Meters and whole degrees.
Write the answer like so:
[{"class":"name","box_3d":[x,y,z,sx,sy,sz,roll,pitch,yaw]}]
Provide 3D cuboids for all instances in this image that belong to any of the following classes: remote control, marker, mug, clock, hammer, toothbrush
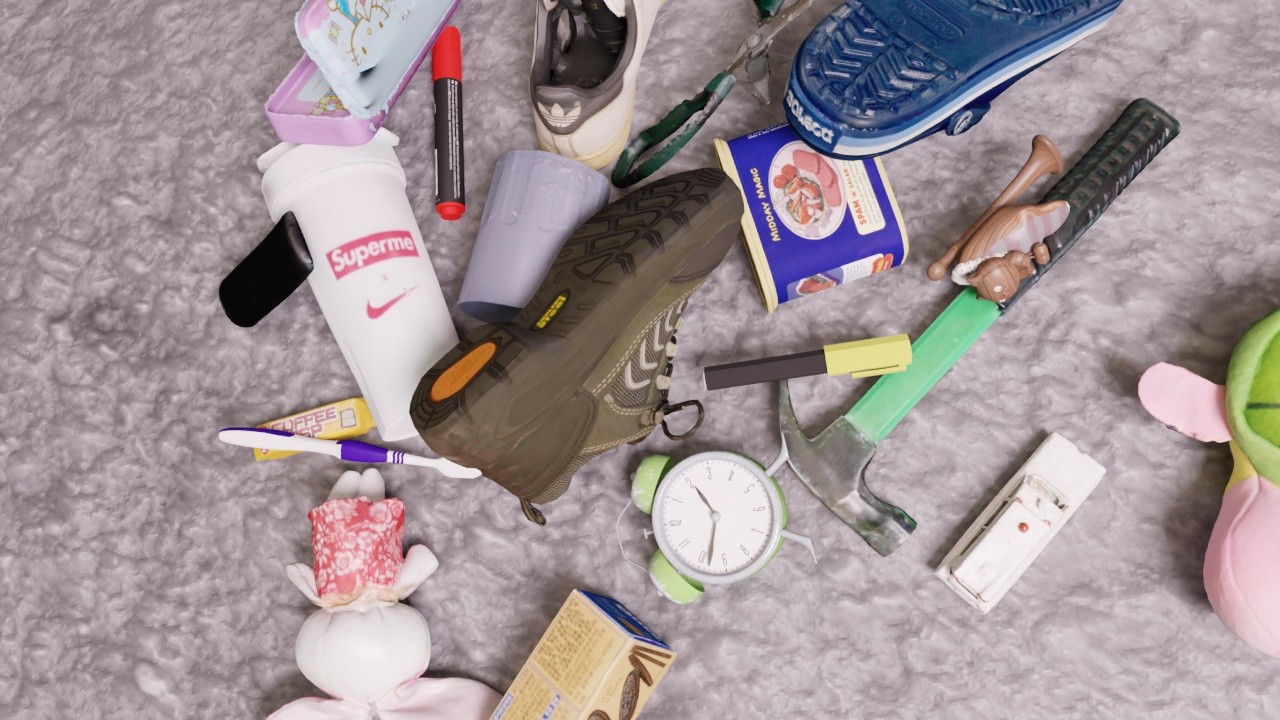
[{"class":"remote control","box_3d":[-0.256,-0.058,0.624,0.152,0.020,0.041,-21,90,49]},{"class":"marker","box_3d":[-0.141,-0.173,0.671,0.024,0.021,0.145,-13,75,39]},{"class":"mug","box_3d":[-0.049,-0.070,0.609,0.124,0.084,0.104,14,80,-11]},{"class":"clock","box_3d":[0.043,0.099,0.570,0.119,0.042,0.094,-14,78,12]},{"class":"hammer","box_3d":[0.211,-0.037,0.570,0.130,0.032,0.319,44,90,16]},{"class":"toothbrush","box_3d":[-0.196,0.061,0.626,0.187,0.016,0.015,7,105,4]},{"class":"marker","box_3d":[0.100,0.004,0.557,0.124,0.017,0.021,-9,77,10]}]

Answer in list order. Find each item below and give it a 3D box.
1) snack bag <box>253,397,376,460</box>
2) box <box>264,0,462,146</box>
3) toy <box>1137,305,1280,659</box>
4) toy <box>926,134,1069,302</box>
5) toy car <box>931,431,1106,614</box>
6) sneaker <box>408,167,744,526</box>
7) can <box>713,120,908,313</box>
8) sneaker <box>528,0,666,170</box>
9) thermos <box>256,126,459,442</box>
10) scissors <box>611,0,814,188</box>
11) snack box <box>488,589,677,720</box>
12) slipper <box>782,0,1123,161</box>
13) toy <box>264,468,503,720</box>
[{"class":"snack bag","box_3d":[-0.231,0.048,0.648,0.099,0.020,0.026,-15,76,8]},{"class":"box","box_3d":[-0.178,-0.244,0.608,0.089,0.093,0.213,7,53,14]},{"class":"toy","box_3d":[0.372,0.045,0.493,0.190,0.088,0.238,32,83,-2]},{"class":"toy","box_3d":[0.219,-0.077,0.540,0.102,0.041,0.055,-48,53,7]},{"class":"toy car","box_3d":[0.223,0.094,0.537,0.039,0.039,0.113,41,89,16]},{"class":"sneaker","box_3d":[-0.003,0.003,0.542,0.237,0.143,0.101,-44,32,-15]},{"class":"can","box_3d":[0.108,-0.100,0.588,0.092,0.056,0.116,-18,77,6]},{"class":"sneaker","box_3d":[-0.027,-0.255,0.620,0.089,0.102,0.241,12,81,13]},{"class":"thermos","box_3d":[-0.180,-0.060,0.625,0.099,0.099,0.220,-26,80,5]},{"class":"scissors","box_3d":[0.052,-0.204,0.614,0.202,0.015,0.201,-35,34,33]},{"class":"snack box","box_3d":[-0.063,0.243,0.554,0.056,0.057,0.206,31,87,39]},{"class":"slipper","box_3d":[0.183,-0.192,0.563,0.252,0.095,0.105,-32,69,-21]},{"class":"toy","box_3d":[-0.177,0.165,0.586,0.159,0.084,0.194,-10,74,-10]}]
